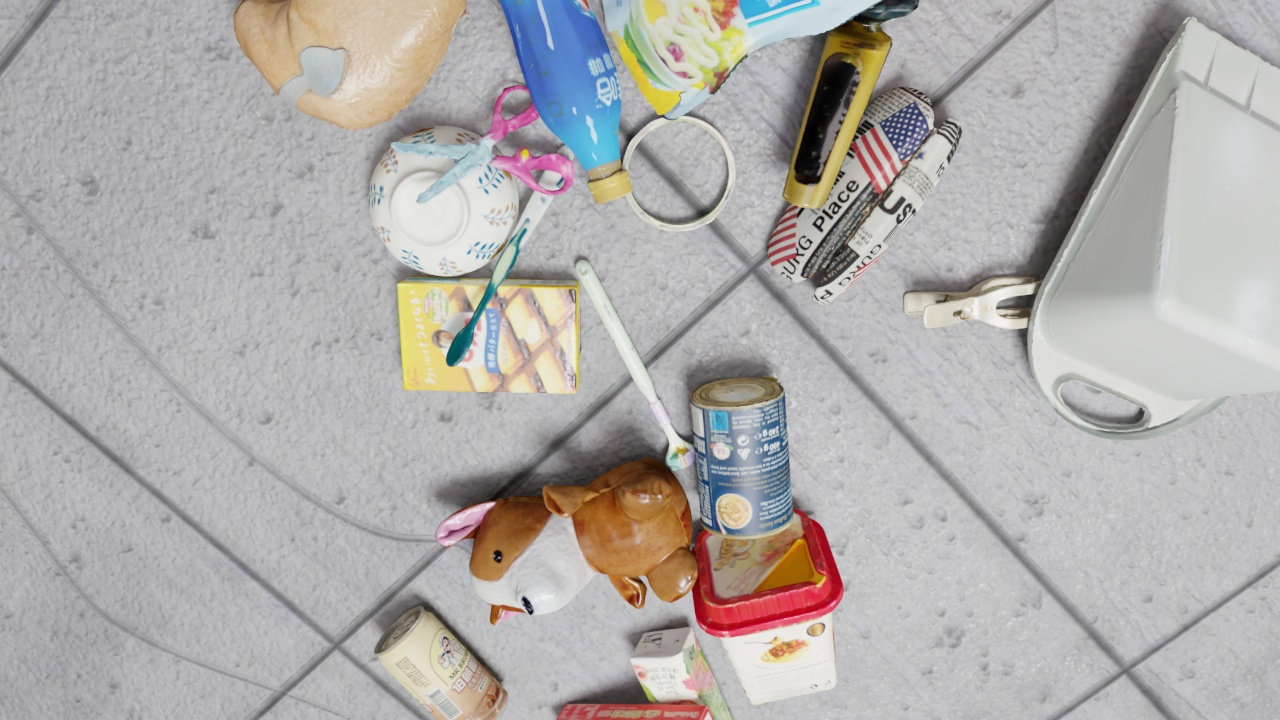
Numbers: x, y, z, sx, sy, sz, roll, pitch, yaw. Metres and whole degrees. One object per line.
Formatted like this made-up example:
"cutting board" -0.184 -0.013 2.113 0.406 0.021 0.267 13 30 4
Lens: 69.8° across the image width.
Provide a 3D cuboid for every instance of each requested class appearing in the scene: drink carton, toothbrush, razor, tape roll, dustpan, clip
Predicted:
"drink carton" 0.041 0.296 0.806 0.054 0.045 0.122 -16 106 26
"toothbrush" -0.097 -0.079 0.690 0.016 0.018 0.191 28 87 2
"razor" 0.139 -0.187 0.640 0.062 0.067 0.167 21 97 17
"tape roll" 0.028 -0.141 0.692 0.086 0.014 0.086 0 107 1
"dustpan" 0.409 -0.070 0.689 0.222 0.143 0.257 20 78 -16
"toothbrush" -0.004 0.004 0.734 0.029 0.020 0.189 -25 103 10
"clip" 0.257 -0.042 0.705 0.100 0.071 0.035 -7 108 -3

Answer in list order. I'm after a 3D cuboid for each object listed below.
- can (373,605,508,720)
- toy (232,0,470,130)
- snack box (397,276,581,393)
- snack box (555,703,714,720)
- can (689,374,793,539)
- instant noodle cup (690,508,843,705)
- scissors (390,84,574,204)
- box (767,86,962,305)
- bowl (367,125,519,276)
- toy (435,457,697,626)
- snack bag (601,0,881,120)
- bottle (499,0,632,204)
"can" -0.172 0.274 0.799 0.058 0.058 0.116 -37 102 11
"toy" -0.180 -0.268 0.624 0.143 0.082 0.226 31 103 -10
"snack box" -0.118 -0.020 0.723 0.140 0.033 0.087 2 106 2
"snack box" 0.002 0.337 0.800 0.153 0.025 0.075 -13 107 32
"can" 0.080 0.074 0.724 0.075 0.075 0.111 -5 106 3
"instant noodle cup" 0.108 0.205 0.751 0.117 0.116 0.124 -15 118 5
"scissors" -0.111 -0.156 0.656 0.134 0.017 0.113 0 80 -25
"box" 0.158 -0.124 0.677 0.088 0.076 0.163 42 107 12
"bowl" -0.150 -0.115 0.680 0.113 0.062 0.113 1 107 2
"toy" -0.055 0.153 0.734 0.200 0.130 0.140 -13 112 15
"snack bag" 0.069 -0.251 0.614 0.191 0.038 0.110 -25 90 29
"bottle" -0.056 -0.218 0.644 0.065 0.065 0.219 -18 106 6
